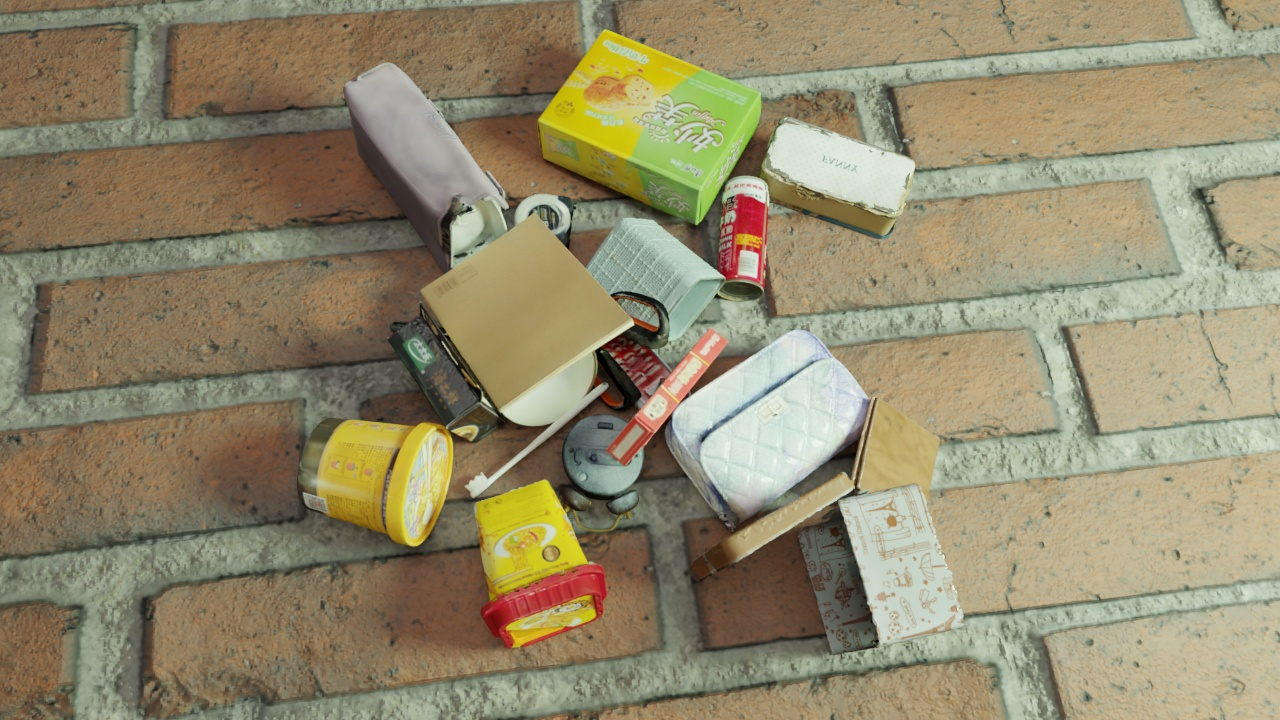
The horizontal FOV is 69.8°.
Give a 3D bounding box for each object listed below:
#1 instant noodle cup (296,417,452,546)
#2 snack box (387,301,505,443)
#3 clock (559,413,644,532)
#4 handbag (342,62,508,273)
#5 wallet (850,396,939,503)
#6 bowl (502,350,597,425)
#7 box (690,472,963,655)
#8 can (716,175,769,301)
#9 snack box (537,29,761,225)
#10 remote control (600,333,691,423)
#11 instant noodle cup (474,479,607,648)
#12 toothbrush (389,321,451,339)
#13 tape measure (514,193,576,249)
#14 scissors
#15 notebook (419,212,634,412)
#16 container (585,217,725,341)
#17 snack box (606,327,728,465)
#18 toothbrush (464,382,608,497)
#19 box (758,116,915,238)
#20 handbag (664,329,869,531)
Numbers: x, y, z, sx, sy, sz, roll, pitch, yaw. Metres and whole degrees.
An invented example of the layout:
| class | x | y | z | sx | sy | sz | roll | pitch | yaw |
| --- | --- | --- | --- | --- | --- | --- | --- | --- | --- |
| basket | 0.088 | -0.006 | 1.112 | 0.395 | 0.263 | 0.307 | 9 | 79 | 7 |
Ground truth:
| class | x | y | z | sx | sy | sz | roll | pitch | yaw |
| --- | --- | --- | --- | --- | --- | --- | --- | --- | --- |
| instant noodle cup | -0.257 | 0.111 | 0.889 | 0.114 | 0.118 | 0.118 | 10 | 70 | 8 |
| snack box | -0.191 | 0.016 | 0.914 | 0.053 | 0.126 | 0.113 | -36 | 75 | -3 |
| clock | -0.039 | 0.112 | 0.927 | 0.082 | 0.055 | 0.121 | 5 | 71 | -2 |
| handbag | -0.225 | -0.203 | 0.984 | 0.098 | 0.145 | 0.197 | -35 | 76 | -12 |
| wallet | 0.260 | 0.104 | 0.933 | 0.115 | 0.020 | 0.101 | 31 | 66 | -33 |
| bowl | -0.107 | 0.005 | 0.945 | 0.113 | 0.113 | 0.062 | -29 | 39 | -12 |
| box | 0.154 | 0.195 | 0.839 | 0.193 | 0.183 | 0.156 | -13 | 71 | -8 |
| can | 0.115 | -0.136 | 1.024 | 0.053 | 0.053 | 0.132 | 6 | 70 | -1 |
| snack box | 0.011 | -0.269 | 1.047 | 0.210 | 0.070 | 0.157 | 26 | 68 | 12 |
| remote control | -0.006 | 0.006 | 0.985 | 0.055 | 0.020 | 0.136 | -37 | 76 | -14 |
| instant noodle cup | -0.101 | 0.191 | 0.872 | 0.116 | 0.116 | 0.123 | -18 | 61 | -9 |
| toothbrush | -0.182 | -0.026 | 0.991 | 0.181 | 0.018 | 0.015 | 7 | 73 | 1 |
| tape measure | -0.109 | -0.153 | 1.031 | 0.066 | 0.034 | 0.065 | 9 | 68 | -2 |
| scissors | -0.062 | -0.040 | 0.966 | 0.222 | 0.021 | 0.211 | 4 | 106 | 37 |
| notebook | -0.120 | -0.055 | 0.909 | 0.149 | 0.012 | 0.211 | -35 | 49 | -8 |
| container | 0.012 | -0.089 | 0.972 | 0.111 | 0.090 | 0.090 | 45 | 112 | 15 |
| snack box | 0.028 | 0.034 | 0.906 | 0.025 | 0.075 | 0.152 | 40 | 50 | 2 |
| toothbrush | -0.105 | 0.078 | 0.943 | 0.180 | 0.016 | 0.016 | -39 | 99 | -6 |
| box | 0.229 | -0.209 | 1.056 | 0.184 | 0.060 | 0.089 | 22 | 71 | 3 |
| handbag | 0.130 | 0.065 | 0.941 | 0.193 | 0.076 | 0.134 | -34 | 80 | -13 |
